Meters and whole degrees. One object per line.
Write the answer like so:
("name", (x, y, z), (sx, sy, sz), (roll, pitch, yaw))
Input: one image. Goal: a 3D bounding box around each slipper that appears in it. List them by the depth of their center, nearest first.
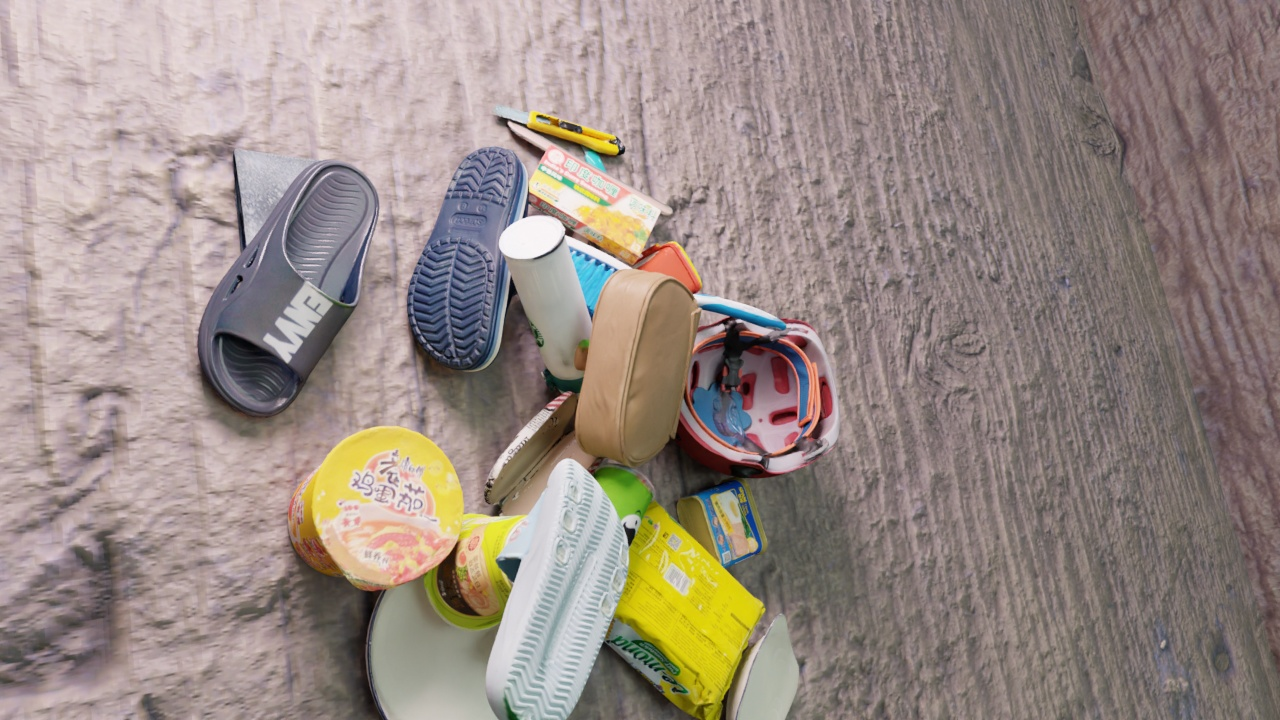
("slipper", (-0.074, 0.190, 0.749), (0.104, 0.074, 0.244), (51, 33, -25))
("slipper", (-0.312, -0.079, 0.849), (0.110, 0.083, 0.267), (34, 63, -33))
("slipper", (-0.174, -0.106, 0.991), (0.095, 0.105, 0.252), (40, 55, -64))

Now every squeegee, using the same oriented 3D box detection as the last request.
("squeegee", (-0.076, -0.145, 1.112), (0.247, 0.040, 0.249), (24, 64, -25))

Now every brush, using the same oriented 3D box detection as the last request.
("brush", (0.020, -0.066, 1.071), (0.314, 0.061, 0.109), (27, 72, -10))

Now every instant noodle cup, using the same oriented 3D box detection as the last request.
("instant noodle cup", (-0.247, 0.137, 0.828), (0.138, 0.110, 0.138), (15, 65, -37))
("instant noodle cup", (-0.123, 0.188, 0.844), (0.111, 0.124, 0.111), (15, 65, -35))

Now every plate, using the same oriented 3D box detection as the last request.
("plate", (-0.173, 0.276, 0.886), (0.204, 0.046, 0.204), (14, 67, -36))
("plate", (0.139, 0.395, 1.083), (0.163, 0.034, 0.164), (-56, 141, -38))

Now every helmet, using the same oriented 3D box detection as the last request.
("helmet", (0.120, 0.057, 1.149), (0.239, 0.144, 0.206), (2, 65, -21))

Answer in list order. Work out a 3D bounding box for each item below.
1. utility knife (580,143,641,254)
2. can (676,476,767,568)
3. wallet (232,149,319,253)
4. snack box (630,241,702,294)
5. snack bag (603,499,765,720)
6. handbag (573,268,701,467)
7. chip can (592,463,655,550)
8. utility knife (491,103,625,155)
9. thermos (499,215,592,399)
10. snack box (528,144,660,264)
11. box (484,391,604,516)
("utility knife", (-0.043, -0.218, 1.190), (0.029, 0.013, 0.182), (-18, 84, -45))
("can", (0.099, 0.204, 1.135), (0.083, 0.057, 0.102), (-13, 83, -40))
("wallet", (-0.347, -0.147, 0.906), (0.097, 0.019, 0.120), (0, 74, -42))
("snack box", (0.016, -0.096, 1.148), (0.079, 0.091, 0.082), (-36, 99, -34))
("snack bag", (0.029, 0.265, 1.028), (0.246, 0.068, 0.157), (44, 51, -9))
("handbag", (-0.006, 0.006, 0.983), (0.147, 0.100, 0.204), (3, 101, -59))
("chip can", (-0.060, 0.215, 0.926), (0.072, 0.072, 0.235), (44, 50, -20))
("utility knife", (-0.099, -0.292, 1.159), (0.201, 0.015, 0.033), (7, 57, -38))
("thermos", (-0.090, -0.046, 0.986), (0.224, 0.073, 0.073), (75, 34, -46))
("snack box", (-0.058, -0.185, 1.093), (0.155, 0.027, 0.076), (29, 60, -10))
("box", (-0.101, 0.104, 0.986), (0.161, 0.076, 0.086), (-48, 137, -37))
